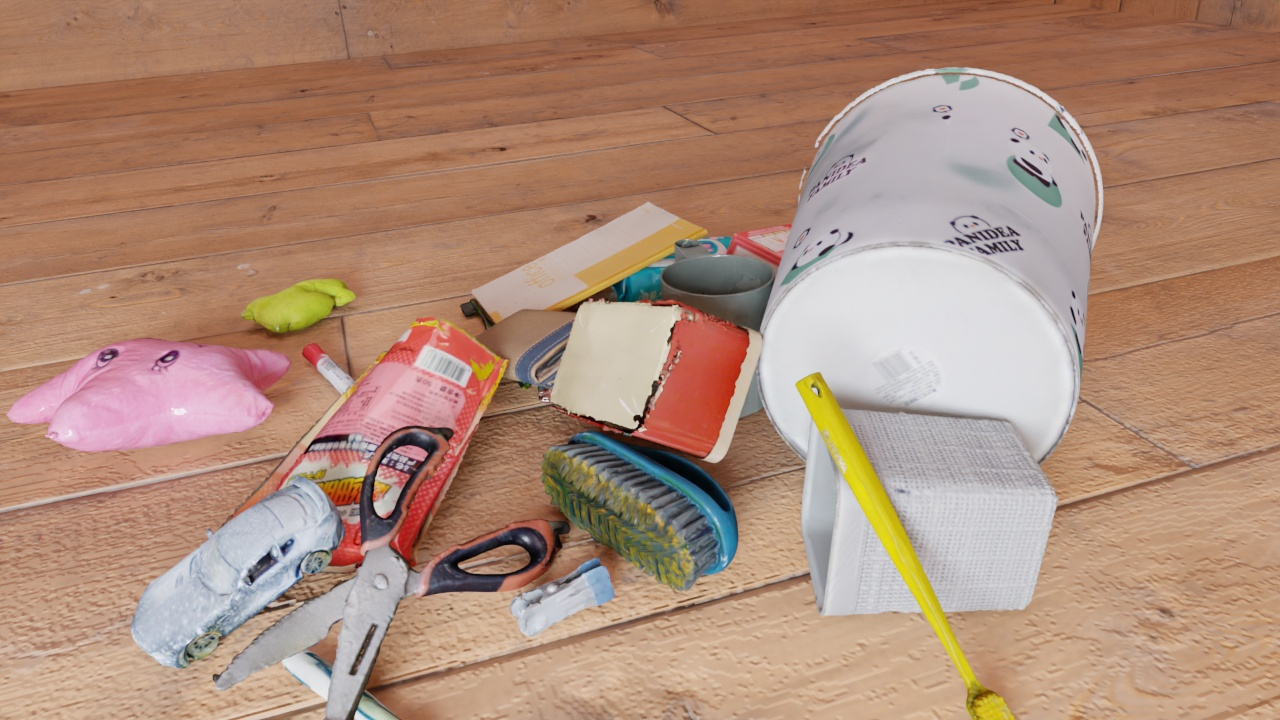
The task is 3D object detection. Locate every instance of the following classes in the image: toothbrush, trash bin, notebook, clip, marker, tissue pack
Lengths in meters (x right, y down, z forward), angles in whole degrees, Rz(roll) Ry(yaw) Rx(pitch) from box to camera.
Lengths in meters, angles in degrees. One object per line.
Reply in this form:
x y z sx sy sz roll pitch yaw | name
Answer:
-0.112 0.172 0.429 0.192 0.018 0.016 17 32 34 | toothbrush
0.197 -0.050 0.629 0.230 0.230 0.251 7 35 19 | trash bin
0.124 0.090 0.433 0.015 0.017 0.190 -25 75 -4 | toothbrush
-0.053 -0.091 0.871 0.206 0.010 0.146 -28 27 -10 | notebook
-0.042 0.129 0.500 0.057 0.025 0.036 -19 24 -18 | clip
-0.130 -0.017 0.810 0.017 0.012 0.186 -19 31 -17 | toothbrush
-0.245 0.017 0.750 0.017 0.017 0.145 -21 32 -31 | marker
0.036 -0.083 0.879 0.133 0.050 0.093 -4 28 -2 | tissue pack

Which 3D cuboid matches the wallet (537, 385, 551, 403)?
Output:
-0.036 -0.007 0.761 0.101 0.032 0.124 -6 26 -1 | wallet

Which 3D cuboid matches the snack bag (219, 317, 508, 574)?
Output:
-0.172 0.058 0.615 0.129 0.073 0.207 5 39 14 | snack bag

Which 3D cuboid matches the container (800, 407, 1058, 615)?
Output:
0.154 0.082 0.504 0.114 0.090 0.090 1 28 2 | container

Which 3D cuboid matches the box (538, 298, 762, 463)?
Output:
-0.004 0.004 0.597 0.078 0.091 0.168 20 -5 -24 | box

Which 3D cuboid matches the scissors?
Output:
-0.127 0.108 0.498 0.225 0.015 0.189 -2 43 -38 | scissors

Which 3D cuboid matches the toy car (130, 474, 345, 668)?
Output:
-0.223 0.114 0.507 0.120 0.037 0.054 -40 53 -22 | toy car

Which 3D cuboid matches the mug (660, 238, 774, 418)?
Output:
0.053 -0.027 0.709 0.083 0.103 0.124 -9 27 -11 | mug

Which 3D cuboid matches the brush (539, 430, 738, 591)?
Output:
0.005 0.082 0.554 0.073 0.055 0.144 -20 31 -37 | brush

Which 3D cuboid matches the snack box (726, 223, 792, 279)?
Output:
0.142 -0.097 0.859 0.075 0.025 0.152 30 23 19 | snack box

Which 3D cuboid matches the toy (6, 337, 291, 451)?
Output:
-0.355 0.027 0.674 0.195 0.075 0.178 2 19 10 | toy

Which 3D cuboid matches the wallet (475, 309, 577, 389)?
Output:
-0.084 -0.012 0.725 0.115 0.033 0.090 10 37 46 | wallet

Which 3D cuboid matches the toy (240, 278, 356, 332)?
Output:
-0.326 -0.055 0.884 0.096 0.031 0.100 -2 27 -1 | toy
